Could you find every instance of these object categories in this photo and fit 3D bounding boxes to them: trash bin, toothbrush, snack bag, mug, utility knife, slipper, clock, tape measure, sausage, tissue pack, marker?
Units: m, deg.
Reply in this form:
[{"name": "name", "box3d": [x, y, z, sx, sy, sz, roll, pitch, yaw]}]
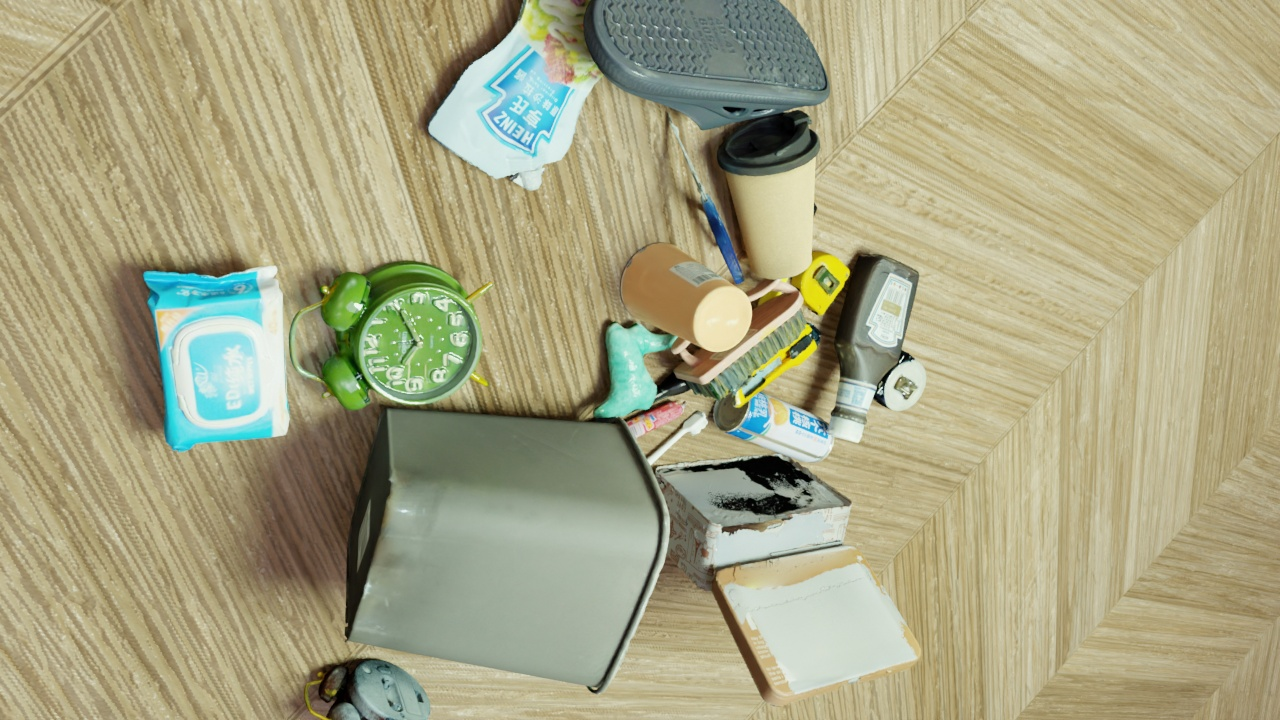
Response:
[{"name": "trash bin", "box3d": [-0.122, 0.150, 0.773, 0.219, 0.199, 0.199, 11, 113, -22]}, {"name": "toothbrush", "box3d": [0.042, 0.020, 0.915, 0.212, 0.026, 0.027, -28, 164, -15]}, {"name": "toothbrush", "box3d": [0.000, 0.115, 0.936, 0.180, 0.016, 0.016, -40, 129, -10]}, {"name": "snack bag", "box3d": [-0.078, -0.233, 0.738, 0.110, 0.039, 0.191, 29, 95, -45]}, {"name": "mug", "box3d": [0.043, -0.055, 0.825, 0.078, 0.123, 0.078, -11, 114, -25]}, {"name": "utility knife", "box3d": [0.141, 0.004, 0.938, 0.154, 0.015, 0.033, -35, 109, -36]}, {"name": "slipper", "box3d": [0.050, -0.253, 0.774, 0.267, 0.084, 0.110, -10, 79, -40]}, {"name": "clock", "box3d": [-0.201, -0.018, 0.746, 0.161, 0.056, 0.116, -5, 111, -27]}, {"name": "tape measure", "box3d": [0.293, 0.023, 1.048, 0.066, 0.033, 0.066, 30, 95, -34]}, {"name": "sausage", "box3d": [-0.021, 0.074, 0.906, 0.155, 0.020, 0.020, -26, 120, -17]}, {"name": "tissue pack", "box3d": [-0.314, -0.002, 0.686, 0.089, 0.063, 0.140, -6, 113, -27]}, {"name": "tape measure", "box3d": [0.186, -0.083, 0.949, 0.057, 0.029, 0.060, 36, 90, -34]}, {"name": "clock", "box3d": [-0.252, 0.319, 0.843, 0.122, 0.082, 0.055, 32, 99, -37]}, {"name": "marker", "box3d": [0.148, -0.105, 0.929, 0.018, 0.015, 0.124, 20, 96, -29]}]

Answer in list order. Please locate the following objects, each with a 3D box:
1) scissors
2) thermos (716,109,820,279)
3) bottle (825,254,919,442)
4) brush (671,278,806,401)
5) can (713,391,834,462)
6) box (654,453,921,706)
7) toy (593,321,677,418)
[{"name": "scissors", "box3d": [0.059, -0.139, 0.812, 0.012, 0.162, 0.176, -23, 150, 9]}, {"name": "thermos", "box3d": [0.125, -0.152, 0.855, 0.093, 0.093, 0.143, -27, 128, -17]}, {"name": "bottle", "box3d": [0.239, -0.011, 0.972, 0.079, 0.044, 0.195, 17, 87, -31]}, {"name": "brush", "box3d": [0.099, -0.027, 0.885, 0.145, 0.063, 0.073, -37, 107, -15]}, {"name": "can", "box3d": [0.143, 0.069, 0.972, 0.134, 0.053, 0.053, 22, 98, -34]}, {"name": "box", "box3d": [0.137, 0.199, 0.902, 0.177, 0.272, 0.107, -3, 125, -28]}, {"name": "toy", "box3d": [-0.005, 0.005, 0.873, 0.096, 0.030, 0.092, -12, 102, -22]}]
